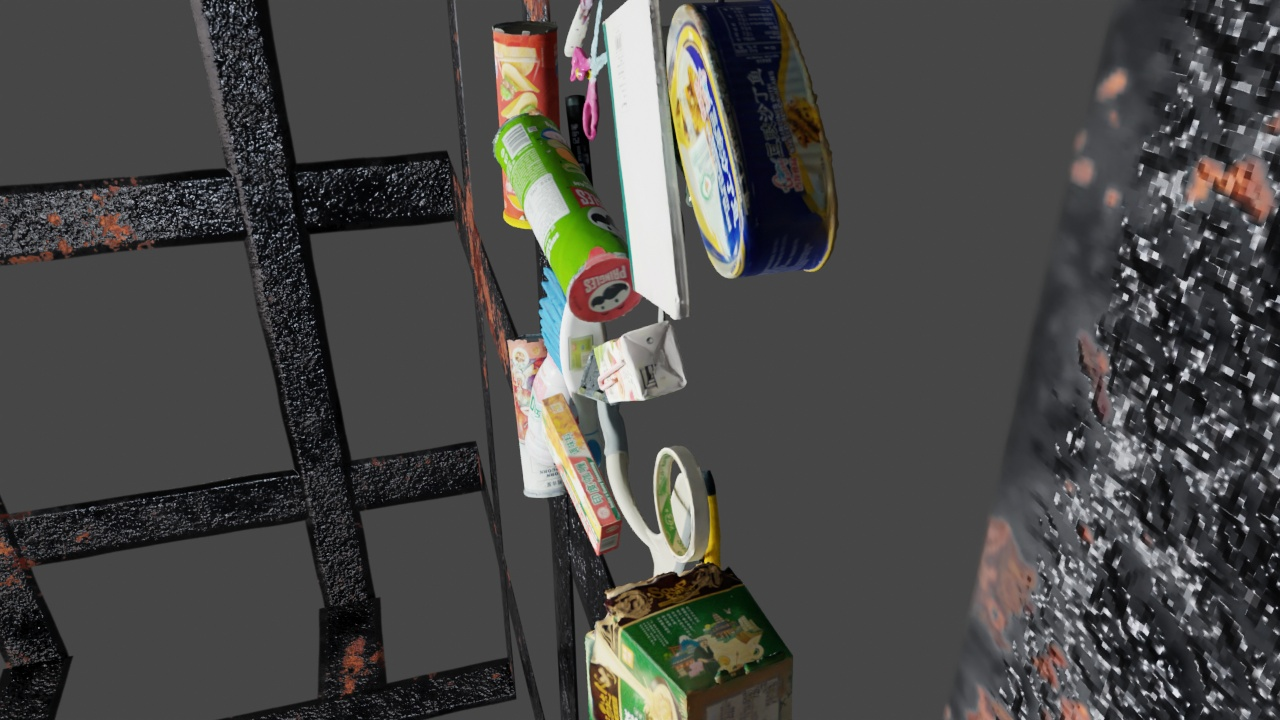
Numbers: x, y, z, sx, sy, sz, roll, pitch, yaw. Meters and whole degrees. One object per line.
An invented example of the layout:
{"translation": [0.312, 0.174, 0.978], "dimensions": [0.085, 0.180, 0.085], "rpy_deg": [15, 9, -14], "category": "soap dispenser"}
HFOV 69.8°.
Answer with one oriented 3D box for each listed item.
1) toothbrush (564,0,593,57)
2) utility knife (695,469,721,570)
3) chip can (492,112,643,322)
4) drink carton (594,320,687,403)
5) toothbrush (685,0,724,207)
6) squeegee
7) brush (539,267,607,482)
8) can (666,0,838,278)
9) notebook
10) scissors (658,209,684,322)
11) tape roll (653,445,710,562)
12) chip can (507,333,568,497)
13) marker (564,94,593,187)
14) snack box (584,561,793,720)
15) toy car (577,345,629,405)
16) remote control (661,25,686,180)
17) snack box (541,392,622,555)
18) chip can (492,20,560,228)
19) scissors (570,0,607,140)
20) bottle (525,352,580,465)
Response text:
{"translation": [-0.048, -0.321, 0.809], "dimensions": [0.188, 0.016, 0.017], "rpy_deg": [137, 132, -72], "category": "toothbrush"}
{"translation": [0.052, 0.176, 0.689], "dimensions": [0.033, 0.015, 0.197], "rpy_deg": [-150, 54, -72], "category": "utility knife"}
{"translation": [-0.070, -0.137, 0.832], "dimensions": [0.072, 0.072, 0.236], "rpy_deg": [97, 154, -45], "category": "chip can"}
{"translation": [-0.004, 0.004, 0.734], "dimensions": [0.123, 0.045, 0.053], "rpy_deg": [164, 89, -75], "category": "drink carton"}
{"translation": [0.038, -0.175, 0.513], "dimensions": [0.015, 0.018, 0.181], "rpy_deg": [-137, 47, -55], "category": "toothbrush"}
{"translation": [-0.013, 0.097, 0.855], "dimensions": [0.247, 0.039, 0.246], "rpy_deg": [98, 159, -46], "category": "squeegee"}
{"translation": [-0.063, 0.043, 0.999], "dimensions": [0.109, 0.060, 0.315], "rpy_deg": [-119, 22, -46], "category": "brush"}
{"translation": [0.053, -0.113, 0.464], "dimensions": [0.075, 0.049, 0.148], "rpy_deg": [126, 135, -69], "category": "can"}
{"translation": [0.001, -0.142, 0.651], "dimensions": [0.150, 0.012, 0.209], "rpy_deg": [-136, 38, -73], "category": "notebook"}
{"translation": [0.018, -0.051, 0.706], "dimensions": [0.141, 0.014, 0.173], "rpy_deg": [-173, 75, -76], "category": "scissors"}
{"translation": [0.030, 0.107, 0.682], "dimensions": [0.086, 0.014, 0.086], "rpy_deg": [174, 90, -72], "category": "tape roll"}
{"translation": [-0.134, 0.072, 1.240], "dimensions": [0.071, 0.071, 0.215], "rpy_deg": [-156, 59, -73], "category": "chip can"}
{"translation": [-0.058, -0.194, 0.908], "dimensions": [0.022, 0.020, 0.132], "rpy_deg": [-117, 21, -76], "category": "marker"}
{"translation": [0.038, 0.213, 0.601], "dimensions": [0.106, 0.118, 0.118], "rpy_deg": [32, 129, 59], "category": "snack box"}
{"translation": [-0.029, 0.013, 0.855], "dimensions": [0.121, 0.036, 0.054], "rpy_deg": [-177, 104, -72], "category": "toy car"}
{"translation": [0.030, -0.157, 0.590], "dimensions": [0.056, 0.019, 0.135], "rpy_deg": [99, 158, -48], "category": "remote control"}
{"translation": [-0.063, 0.117, 0.951], "dimensions": [0.077, 0.027, 0.155], "rpy_deg": [98, 148, -57], "category": "snack box"}
{"translation": [-0.123, -0.260, 1.018], "dimensions": [0.073, 0.073, 0.217], "rpy_deg": [-122, 28, -58], "category": "chip can"}
{"translation": [-0.042, -0.255, 0.827], "dimensions": [0.133, 0.017, 0.124], "rpy_deg": [-160, 65, -70], "category": "scissors"}
{"translation": [-0.100, 0.049, 1.113], "dimensions": [0.197, 0.068, 0.068], "rpy_deg": [105, 153, -48], "category": "bottle"}
